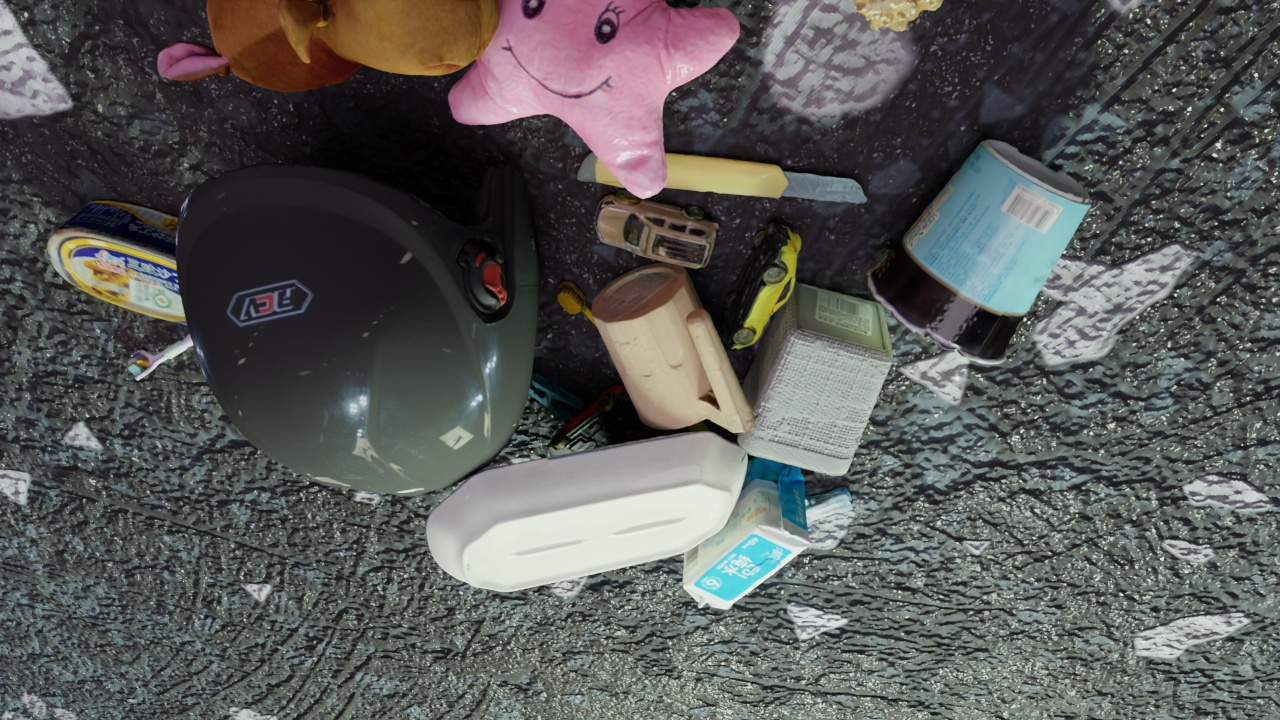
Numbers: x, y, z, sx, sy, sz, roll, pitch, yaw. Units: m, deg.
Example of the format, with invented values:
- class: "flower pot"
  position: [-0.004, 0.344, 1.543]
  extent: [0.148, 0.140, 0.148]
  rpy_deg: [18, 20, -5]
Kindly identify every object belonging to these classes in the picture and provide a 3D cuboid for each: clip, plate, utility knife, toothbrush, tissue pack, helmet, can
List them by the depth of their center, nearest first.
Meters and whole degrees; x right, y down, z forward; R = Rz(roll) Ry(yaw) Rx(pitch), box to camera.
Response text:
- class: "helmet"
  position: [-0.190, -0.024, 0.642]
  extent: [0.234, 0.230, 0.274]
  rpy_deg: [-7, 165, 14]
- class: "utility knife"
  position: [0.056, -0.128, 0.650]
  extent: [0.207, 0.021, 0.031]
  rpy_deg: [10, 133, 10]
- class: "plate"
  position: [-0.036, 0.130, 0.736]
  extent: [0.265, 0.034, 0.162]
  rpy_deg: [-9, 141, -13]
- class: "can"
  position: [-0.397, -0.078, 0.747]
  extent: [0.148, 0.049, 0.075]
  rpy_deg: [18, 128, -5]
- class: "toothbrush"
  position: [-0.005, 0.004, 0.767]
  extent: [0.016, 0.016, 0.190]
  rpy_deg: [-29, 119, 29]
- class: "clip"
  position: [-0.078, 0.031, 0.803]
  extent: [0.056, 0.014, 0.041]
  rpy_deg: [36, 125, -18]
- class: "toothbrush"
  position: [-0.383, -0.027, 0.806]
  extent: [0.190, 0.029, 0.021]
  rpy_deg: [-23, 162, 23]
- class: "tissue pack"
  position: [0.093, 0.154, 0.823]
  extent: [0.063, 0.089, 0.140]
  rpy_deg: [30, 126, -18]
- class: "clip"
  position: [0.165, 0.134, 0.841]
  extent: [0.057, 0.033, 0.025]
  rpy_deg: [-17, 126, 18]

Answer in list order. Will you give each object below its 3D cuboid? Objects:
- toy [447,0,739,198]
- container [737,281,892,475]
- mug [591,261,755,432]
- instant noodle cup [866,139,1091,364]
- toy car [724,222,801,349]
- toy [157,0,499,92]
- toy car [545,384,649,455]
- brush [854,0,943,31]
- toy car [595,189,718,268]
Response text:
- class: "toy"
  position: [-0.041, -0.211, 0.567]
  extent: [0.194, 0.074, 0.179]
  rpy_deg: [26, 114, 3]
- class: "container"
  position: [0.134, 0.011, 0.705]
  extent: [0.090, 0.090, 0.114]
  rpy_deg: [14, 126, -2]
- class: "mug"
  position: [0.028, -0.006, 0.693]
  extent: [0.084, 0.125, 0.103]
  rpy_deg: [-37, 122, -17]
- class: "instant noodle cup"
  position: [0.231, -0.078, 0.615]
  extent: [0.111, 0.111, 0.121]
  rpy_deg: [22, 120, -8]
- class: "toy car"
  position: [0.091, -0.052, 0.687]
  extent: [0.032, 0.048, 0.105]
  rpy_deg: [12, 130, -15]
- class: "toy"
  position: [-0.182, -0.215, 0.534]
  extent: [0.200, 0.139, 0.130]
  rpy_deg: [-5, 117, 35]
- class: "toy car"
  position: [-0.038, 0.061, 0.807]
  extent: [0.049, 0.031, 0.106]
  rpy_deg: [36, 120, -25]
- class: "brush"
  position: [0.225, -0.262, 0.509]
  extent: [0.255, 0.045, 0.083]
  rpy_deg: [-19, 119, 18]
- class: "toy car"
  position: [0.010, -0.095, 0.675]
  extent: [0.090, 0.035, 0.042]
  rpy_deg: [15, 128, 0]
